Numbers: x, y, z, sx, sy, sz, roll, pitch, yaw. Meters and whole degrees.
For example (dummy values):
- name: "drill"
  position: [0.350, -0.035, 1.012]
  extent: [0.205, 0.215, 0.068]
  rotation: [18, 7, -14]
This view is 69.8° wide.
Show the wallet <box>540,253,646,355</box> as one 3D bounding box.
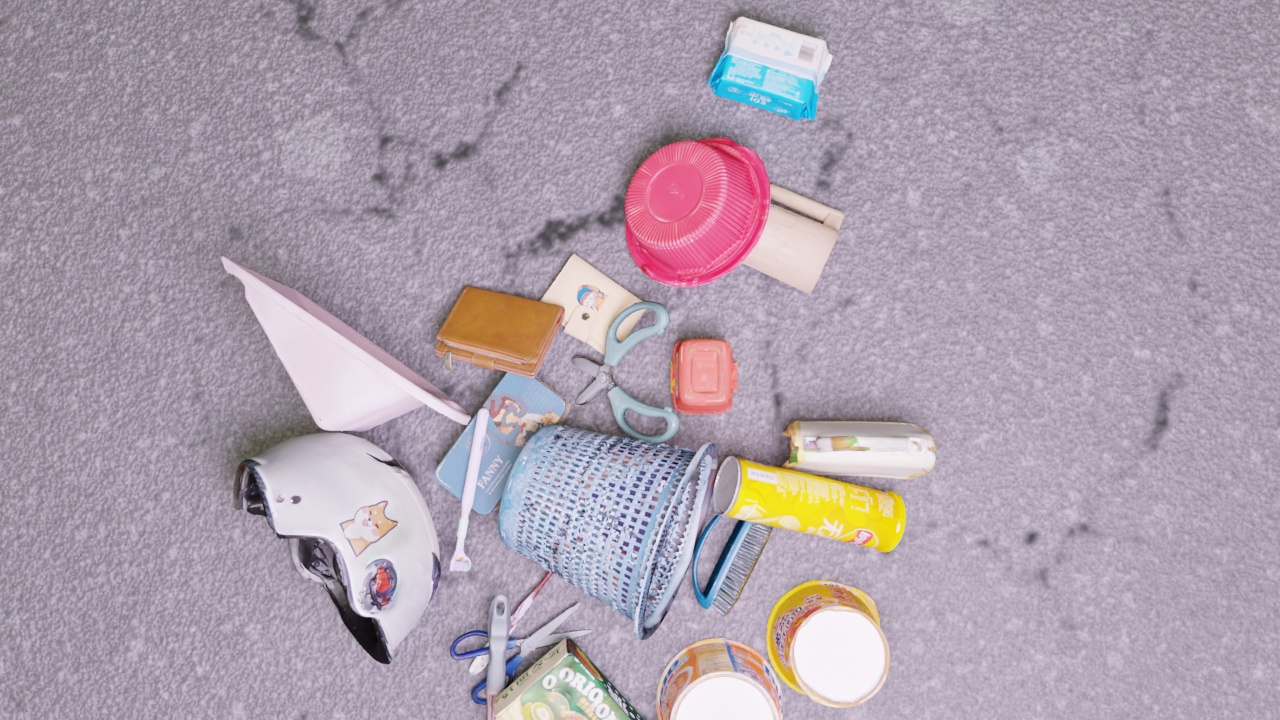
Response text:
- name: "wallet"
  position: [-0.061, -0.065, 1.135]
  extent: [0.115, 0.024, 0.087]
  rotation: [35, 89, 2]

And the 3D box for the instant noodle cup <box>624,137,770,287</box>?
- name: "instant noodle cup"
  position: [0.053, -0.187, 1.082]
  extent: [0.194, 0.065, 0.193]
  rotation: [-10, 70, 28]

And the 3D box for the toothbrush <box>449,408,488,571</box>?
- name: "toothbrush"
  position: [-0.196, 0.149, 1.062]
  extent: [0.021, 0.029, 0.189]
  rotation: [3, 83, 40]

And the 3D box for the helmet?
- name: "helmet"
  position: [-0.317, 0.188, 1.031]
  extent: [0.156, 0.231, 0.274]
  rotation: [-43, 109, -27]

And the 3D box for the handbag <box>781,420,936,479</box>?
- name: "handbag"
  position: [0.247, 0.095, 1.033]
  extent: [0.163, 0.179, 0.063]
  rotation: [1, 79, 3]

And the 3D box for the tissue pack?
- name: "tissue pack"
  position: [0.161, -0.358, 1.136]
  extent: [0.140, 0.063, 0.090]
  rotation: [17, 83, 2]

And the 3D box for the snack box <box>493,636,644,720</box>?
- name: "snack box"
  position: [-0.048, 0.441, 1.038]
  extent: [0.114, 0.063, 0.240]
  rotation: [-41, 98, -3]

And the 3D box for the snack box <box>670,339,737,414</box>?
- name: "snack box"
  position: [0.077, 0.017, 1.094]
  extent: [0.082, 0.080, 0.091]
  rotation: [0, 84, 1]

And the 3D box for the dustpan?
- name: "dustpan"
  position: [-0.316, -0.019, 1.046]
  extent: [0.139, 0.222, 0.273]
  rotation: [-28, 90, -4]

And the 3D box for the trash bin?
- name: "trash bin"
  position: [-0.042, 0.169, 1.030]
  extent: [0.195, 0.226, 0.226]
  rotation: [19, 85, 16]

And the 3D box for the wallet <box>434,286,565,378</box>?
- name: "wallet"
  position: [-0.171, -0.032, 1.098]
  extent: [0.131, 0.035, 0.118]
  rotation: [14, 58, 13]

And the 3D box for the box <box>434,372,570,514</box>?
- name: "box"
  position: [-0.168, 0.101, 1.104]
  extent: [0.090, 0.059, 0.184]
  rotation: [34, 85, 5]

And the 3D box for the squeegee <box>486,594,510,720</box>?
- name: "squeegee"
  position: [-0.169, 0.391, 1.069]
  extent: [0.247, 0.040, 0.249]
  rotation: [3, 94, -9]

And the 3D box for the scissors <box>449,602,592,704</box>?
- name: "scissors"
  position: [-0.143, 0.350, 1.094]
  extent: [0.165, 0.012, 0.157]
  rotation: [12, 96, -11]

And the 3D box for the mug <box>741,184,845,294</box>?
- name: "mug"
  position: [0.182, -0.154, 1.115]
  extent: [0.103, 0.084, 0.124]
  rotation: [24, 61, 5]

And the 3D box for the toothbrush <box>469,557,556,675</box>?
- name: "toothbrush"
  position: [-0.146, 0.302, 1.105]
  extent: [0.016, 0.017, 0.187]
  rotation: [38, 89, -13]

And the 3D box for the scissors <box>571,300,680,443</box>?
- name: "scissors"
  position: [-0.007, 0.007, 1.088]
  extent: [0.170, 0.019, 0.180]
  rotation: [31, 107, 28]

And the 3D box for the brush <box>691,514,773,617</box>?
- name: "brush"
  position: [0.103, 0.225, 1.084]
  extent: [0.073, 0.055, 0.143]
  rotation: [28, 86, 1]

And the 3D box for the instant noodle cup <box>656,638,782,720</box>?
- name: "instant noodle cup"
  position: [0.093, 0.402, 1.040]
  extent: [0.151, 0.111, 0.151]
  rotation: [0, 84, 2]

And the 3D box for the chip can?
- name: "chip can"
  position: [0.194, 0.165, 1.051]
  extent: [0.213, 0.072, 0.072]
  rotation: [14, 84, -15]

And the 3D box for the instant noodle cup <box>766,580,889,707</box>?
- name: "instant noodle cup"
  position: [0.217, 0.326, 1.045]
  extent: [0.138, 0.110, 0.138]
  rotation: [0, 83, 2]
